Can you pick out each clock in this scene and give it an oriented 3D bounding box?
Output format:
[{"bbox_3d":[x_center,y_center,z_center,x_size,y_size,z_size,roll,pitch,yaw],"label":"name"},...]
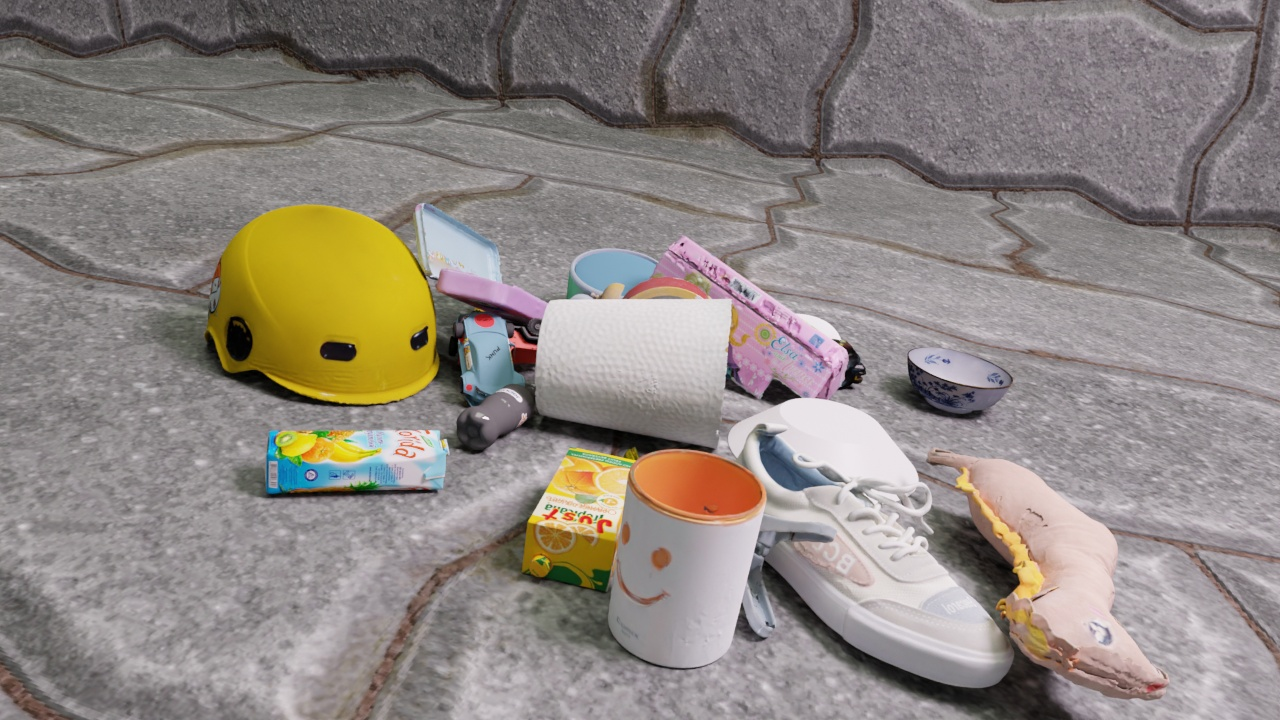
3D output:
[{"bbox_3d":[-0.029,-0.065,1.065,0.122,0.075,0.161,10,33,0],"label":"clock"},{"bbox_3d":[0.009,-0.025,0.915,0.159,0.117,0.081,2,18,0],"label":"clock"}]

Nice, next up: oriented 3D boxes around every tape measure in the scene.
[{"bbox_3d":[0.210,0.003,1.022,0.072,0.042,0.071,9,26,-12],"label":"tape measure"}]

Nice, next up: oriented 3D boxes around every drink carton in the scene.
[{"bbox_3d":[-0.206,0.073,0.673,0.128,0.039,0.044,1,22,-20],"label":"drink carton"},{"bbox_3d":[-0.038,0.110,0.645,0.058,0.041,0.122,11,22,6],"label":"drink carton"}]

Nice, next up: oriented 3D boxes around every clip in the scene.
[{"bbox_3d":[0.057,0.123,0.634,0.027,0.090,0.162,31,-7,-36],"label":"clip"}]

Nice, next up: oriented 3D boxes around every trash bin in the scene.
[{"bbox_3d":[-0.005,0.005,0.818,0.161,0.133,0.133,5,21,4],"label":"trash bin"}]

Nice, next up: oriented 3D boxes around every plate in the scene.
[{"bbox_3d":[0.169,0.070,0.836,0.174,0.036,0.173,8,21,-3],"label":"plate"}]

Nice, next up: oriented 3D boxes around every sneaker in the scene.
[{"bbox_3d":[0.146,0.118,0.621,0.089,0.091,0.242,0,22,-38],"label":"sneaker"}]

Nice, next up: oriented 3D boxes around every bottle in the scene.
[{"bbox_3d":[-0.117,0.043,0.789,0.036,0.036,0.109,16,22,18],"label":"bottle"}]

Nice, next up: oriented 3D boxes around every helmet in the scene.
[{"bbox_3d":[-0.290,-0.068,0.863,0.208,0.140,0.240,-12,30,-43],"label":"helmet"}]

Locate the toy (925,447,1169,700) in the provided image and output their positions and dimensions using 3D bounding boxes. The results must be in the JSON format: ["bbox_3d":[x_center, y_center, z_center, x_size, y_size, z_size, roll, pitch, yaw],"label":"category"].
[{"bbox_3d":[0.265,0.136,0.639,0.196,0.065,0.263,26,20,25],"label":"toy"}]

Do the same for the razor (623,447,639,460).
[{"bbox_3d":[0.040,0.095,0.744,0.106,0.026,0.042,8,19,-14],"label":"razor"}]

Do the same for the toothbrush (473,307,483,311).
[{"bbox_3d":[-0.177,-0.064,1.070,0.021,0.016,0.135,14,21,-1],"label":"toothbrush"}]

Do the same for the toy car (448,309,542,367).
[{"bbox_3d":[-0.138,-0.014,0.907,0.100,0.051,0.048,7,64,-9],"label":"toy car"}]

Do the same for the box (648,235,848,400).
[{"bbox_3d":[0.100,-0.029,0.968,0.230,0.085,0.090,39,74,22],"label":"box"}]

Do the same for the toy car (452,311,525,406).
[{"bbox_3d":[-0.140,-0.007,0.847,0.060,0.028,0.107,-1,57,-23],"label":"toy car"}]

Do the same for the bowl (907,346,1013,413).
[{"bbox_3d":[0.343,0.027,1.006,0.114,0.045,0.114,8,21,-3],"label":"bowl"}]

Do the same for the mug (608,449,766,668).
[{"bbox_3d":[0.026,0.118,0.557,0.082,0.105,0.082,8,22,-3],"label":"mug"}]

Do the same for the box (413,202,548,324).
[{"bbox_3d":[-0.162,-0.084,0.958,0.140,0.062,0.214,48,4,11],"label":"box"}]

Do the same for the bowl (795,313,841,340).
[{"bbox_3d":[0.196,-0.031,1.101,0.110,0.041,0.109,8,21,-3],"label":"bowl"}]
